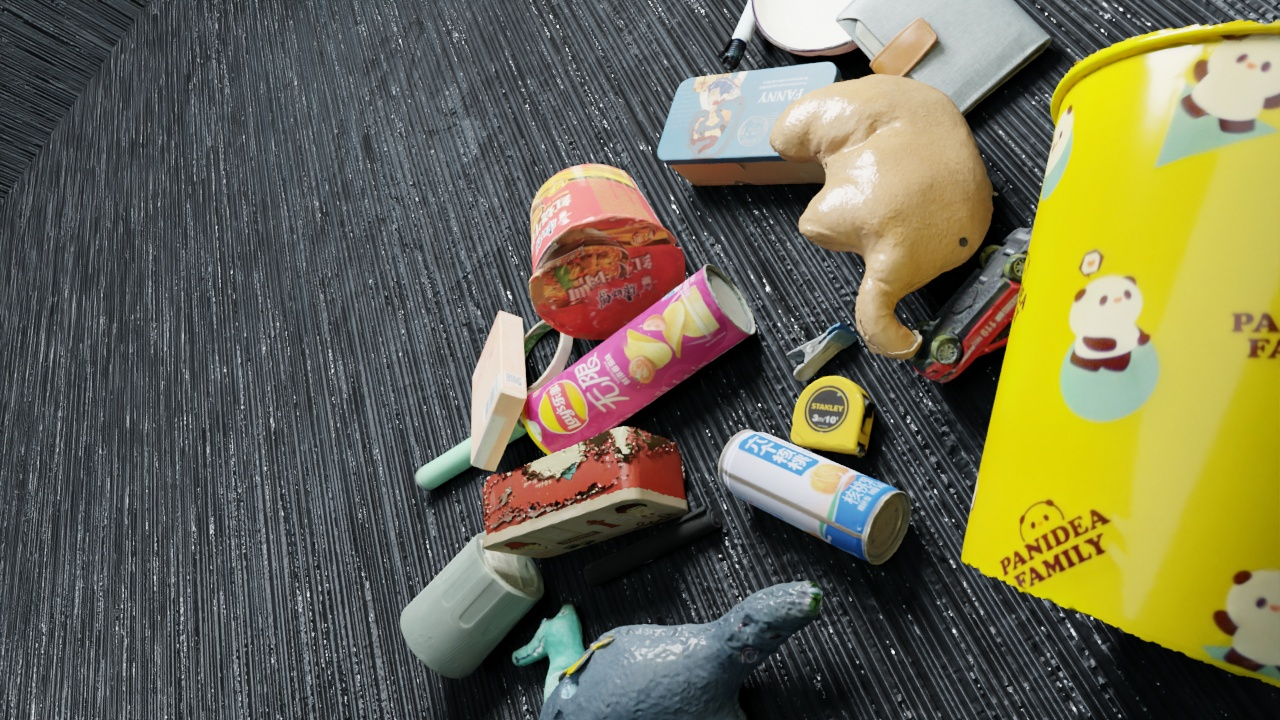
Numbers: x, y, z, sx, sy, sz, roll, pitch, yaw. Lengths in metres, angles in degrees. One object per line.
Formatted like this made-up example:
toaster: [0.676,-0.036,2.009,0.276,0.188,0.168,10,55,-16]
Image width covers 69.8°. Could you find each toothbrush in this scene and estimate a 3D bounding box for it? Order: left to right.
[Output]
toothbrush: [-0.140,0.073,0.903,0.225,0.027,0.026,-31,50,27]

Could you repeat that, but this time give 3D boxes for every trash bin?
trash bin: [0.286,0.008,0.447,0.230,0.229,0.255,16,88,43]

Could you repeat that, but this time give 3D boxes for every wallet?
wallet: [0.225,-0.252,0.700,0.107,0.037,0.129,-40,74,19]

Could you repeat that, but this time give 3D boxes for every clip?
clip: [0.138,-0.007,0.704,0.057,0.024,0.029,-35,48,29]

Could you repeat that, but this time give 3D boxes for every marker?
marker: [0.007,0.152,0.747,0.132,0.022,0.020,-31,18,27]
marker: [0.095,-0.303,0.837,0.018,0.022,0.130,-34,25,43]

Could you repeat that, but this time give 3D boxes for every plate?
plate: [0.188,-0.345,0.799,0.193,0.039,0.192,-17,61,34]

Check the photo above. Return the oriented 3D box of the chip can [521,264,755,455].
chip can: [-0.005,0.005,0.787,0.211,0.071,0.071,-36,52,23]

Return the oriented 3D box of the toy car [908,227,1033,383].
toy car: [0.232,-0.033,0.615,0.121,0.045,0.053,-48,11,13]

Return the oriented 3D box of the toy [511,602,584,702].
toy: [-0.067,0.250,0.762,0.097,0.030,0.091,-31,50,22]

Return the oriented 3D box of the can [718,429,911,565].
can: [0.120,0.094,0.654,0.135,0.053,0.053,22,86,44]

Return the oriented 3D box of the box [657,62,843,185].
box: [0.105,-0.200,0.793,0.185,0.059,0.089,6,76,43]

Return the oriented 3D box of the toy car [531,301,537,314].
toy car: [-0.087,-0.087,0.924,0.043,0.034,0.090,-10,64,41]

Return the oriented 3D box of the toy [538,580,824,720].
toy: [-0.005,0.272,0.660,0.138,0.091,0.357,42,102,30]

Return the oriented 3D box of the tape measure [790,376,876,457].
tape measure: [0.143,0.042,0.675,0.060,0.029,0.057,4,75,41]

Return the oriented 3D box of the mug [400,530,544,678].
mug: [-0.150,0.206,0.827,0.103,0.083,0.123,-47,23,13]

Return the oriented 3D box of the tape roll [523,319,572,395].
tape roll: [-0.099,-0.003,0.896,0.086,0.014,0.085,-34,40,33]

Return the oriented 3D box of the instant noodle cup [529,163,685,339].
instant noodle cup: [-0.037,-0.103,0.829,0.138,0.138,0.108,-39,42,21]

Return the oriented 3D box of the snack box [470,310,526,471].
snack box: [-0.135,0.025,0.865,0.157,0.026,0.085,-105,37,-60]

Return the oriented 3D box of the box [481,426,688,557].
box: [-0.051,0.106,0.768,0.169,0.091,0.076,-24,61,31]

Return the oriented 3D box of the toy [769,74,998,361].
toy: [0.179,-0.111,0.645,0.143,0.082,0.225,-14,60,6]
